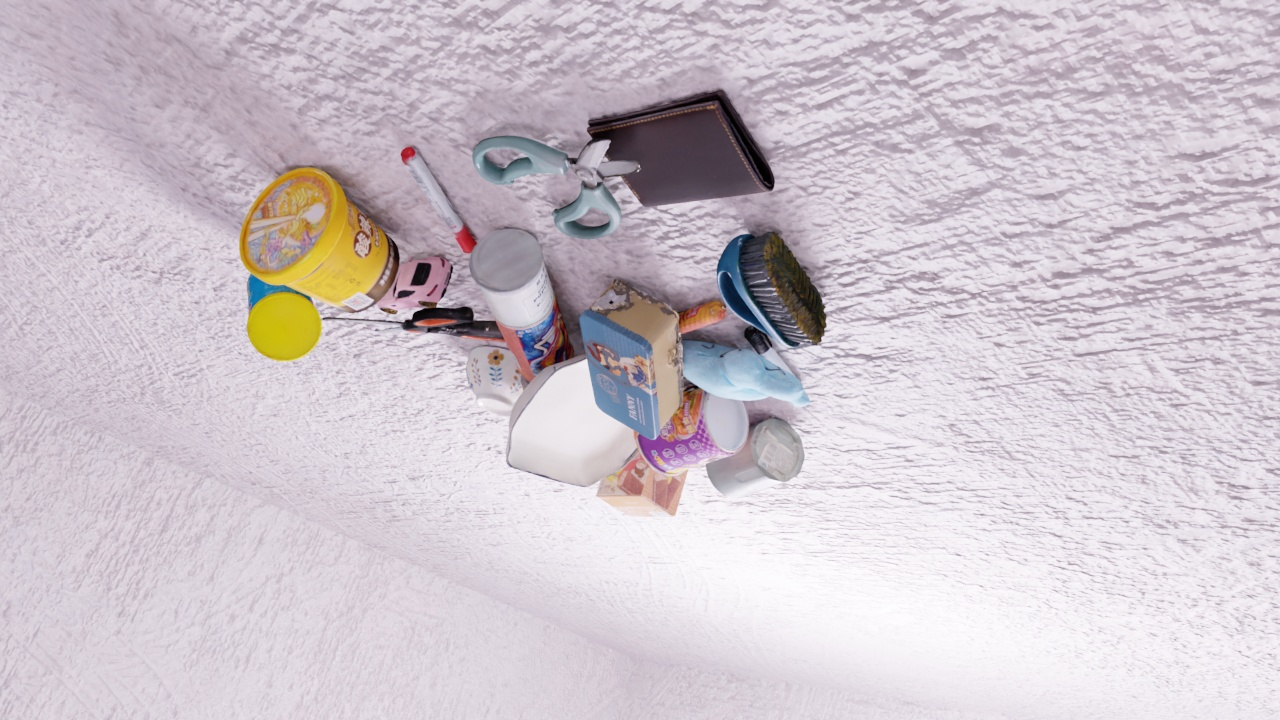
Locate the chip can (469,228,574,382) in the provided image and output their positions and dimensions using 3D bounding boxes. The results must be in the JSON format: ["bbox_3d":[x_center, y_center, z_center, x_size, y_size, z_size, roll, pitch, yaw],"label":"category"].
[{"bbox_3d":[-0.119,-0.049,0.961,0.071,0.071,0.215,12,156,11],"label":"chip can"}]

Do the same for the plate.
[{"bbox_3d":[-0.066,0.068,1.075,0.034,0.162,0.265,42,-173,31],"label":"plate"}]

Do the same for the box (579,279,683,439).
[{"bbox_3d":[-0.006,0.006,0.954,0.090,0.062,0.184,28,147,26],"label":"box"}]

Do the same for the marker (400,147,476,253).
[{"bbox_3d":[-0.188,-0.148,0.862,0.017,0.017,0.145,9,154,19],"label":"marker"}]

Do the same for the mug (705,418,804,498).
[{"bbox_3d":[0.128,0.107,1.134,0.124,0.083,0.104,48,149,-6],"label":"mug"}]

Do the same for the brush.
[{"bbox_3d":[0.109,-0.059,0.806,0.074,0.055,0.144,-2,150,33],"label":"brush"}]

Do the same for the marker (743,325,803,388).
[{"bbox_3d":[0.143,0.003,0.962,0.023,0.018,0.130,-10,145,30],"label":"marker"}]

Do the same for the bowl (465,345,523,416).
[{"bbox_3d":[-0.178,0.034,1.190,0.113,0.062,0.114,16,156,7],"label":"bowl"}]

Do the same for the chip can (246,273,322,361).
[{"bbox_3d":[-0.397,-0.059,1.012,0.071,0.071,0.210,31,-179,-28],"label":"chip can"}]

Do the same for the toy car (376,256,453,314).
[{"bbox_3d":[-0.250,-0.083,0.995,0.123,0.056,0.037,-6,151,41],"label":"toy car"}]

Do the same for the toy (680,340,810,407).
[{"bbox_3d":[0.098,0.014,0.963,0.161,0.049,0.156,25,167,0],"label":"toy"}]

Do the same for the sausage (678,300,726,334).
[{"bbox_3d":[0.034,-0.036,0.946,0.021,0.021,0.166,31,152,-27],"label":"sausage"}]

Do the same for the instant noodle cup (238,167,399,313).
[{"bbox_3d":[-0.312,-0.111,0.913,0.119,0.118,0.114,4,160,28],"label":"instant noodle cup"}]

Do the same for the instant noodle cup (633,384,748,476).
[{"bbox_3d":[0.064,0.075,1.065,0.099,0.111,0.111,-14,142,41],"label":"instant noodle cup"}]

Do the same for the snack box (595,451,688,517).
[{"bbox_3d":[0.005,0.165,1.304,0.093,0.094,0.077,-8,146,44],"label":"snack box"}]

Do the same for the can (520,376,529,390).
[{"bbox_3d":[-0.107,0.052,1.099,0.058,0.058,0.116,12,143,12],"label":"can"}]

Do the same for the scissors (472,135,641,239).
[{"bbox_3d":[-0.051,-0.142,0.766,0.177,0.019,0.172,5,154,37],"label":"scissors"}]

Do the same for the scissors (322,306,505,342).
[{"bbox_3d":[-0.234,-0.042,1.033,0.220,0.021,0.234,7,173,-33],"label":"scissors"}]

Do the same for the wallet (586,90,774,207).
[{"bbox_3d":[0.030,-0.156,0.698,0.122,0.020,0.096,-1,145,37],"label":"wallet"}]
